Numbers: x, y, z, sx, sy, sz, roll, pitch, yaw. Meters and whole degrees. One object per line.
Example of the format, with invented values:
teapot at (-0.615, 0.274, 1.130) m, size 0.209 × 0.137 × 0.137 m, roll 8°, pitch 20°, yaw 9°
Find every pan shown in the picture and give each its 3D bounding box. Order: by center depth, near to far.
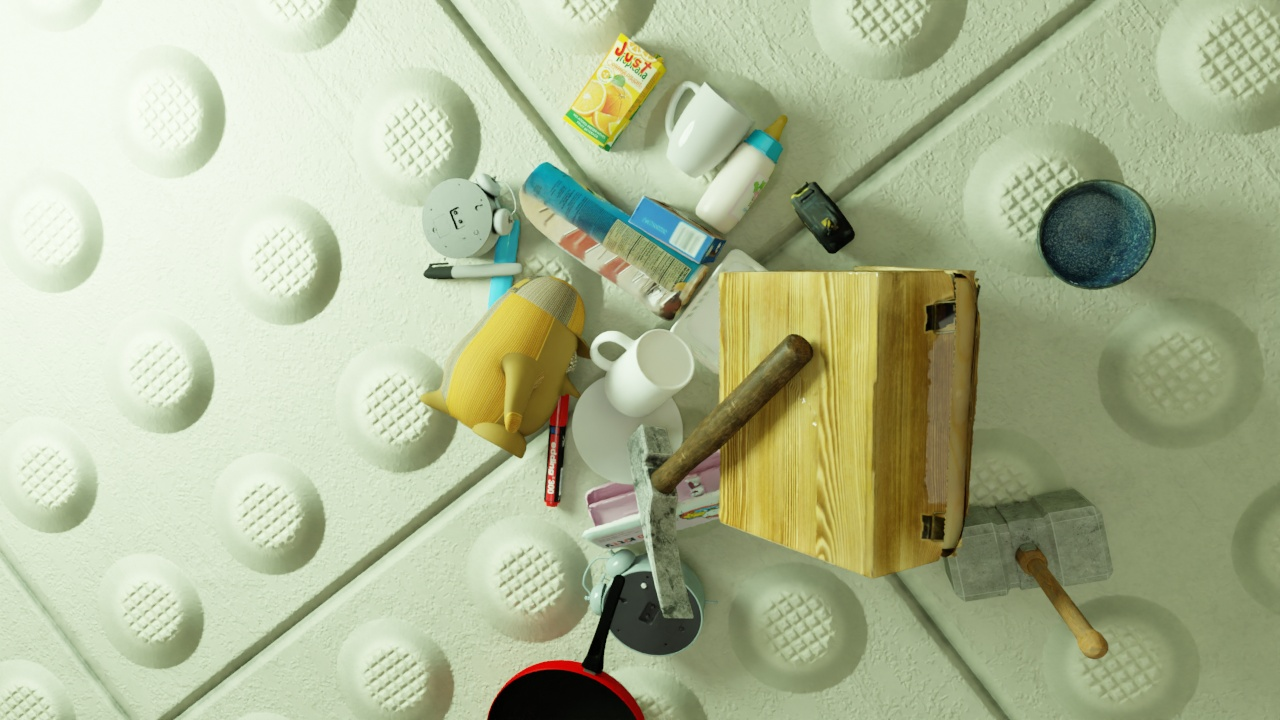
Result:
pan at (-0.069, 0.405, 1.126) m, size 0.209 × 0.067 × 0.357 m, roll 20°, pitch 107°, yaw 8°

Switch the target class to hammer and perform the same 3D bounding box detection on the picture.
hammer at (0.401, 0.218, 0.903) m, size 0.163 × 0.317 × 0.083 m, roll -12°, pitch 95°, yaw 11°
hammer at (0.083, 0.102, 0.916) m, size 0.037 × 0.217 × 0.302 m, roll 9°, pitch 141°, yaw -28°

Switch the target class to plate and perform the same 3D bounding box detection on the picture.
plate at (-0.016, 0.081, 1.088) m, size 0.134 × 0.011 × 0.134 m, roll 4°, pitch 72°, yaw -14°

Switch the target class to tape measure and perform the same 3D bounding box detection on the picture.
tape measure at (0.205, -0.155, 1.017) m, size 0.042 × 0.072 × 0.071 m, roll -40°, pitch 61°, yaw 8°

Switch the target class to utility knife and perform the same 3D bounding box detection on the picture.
utility knife at (-0.170, -0.101, 1.119) m, size 0.031 × 0.015 × 0.173 m, roll 12°, pitch 97°, yaw 12°

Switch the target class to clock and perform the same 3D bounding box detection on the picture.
clock at (-0.202, -0.173, 1.099) m, size 0.123 × 0.035 × 0.094 m, roll -23°, pitch 87°, yaw 19°
clock at (0.006, 0.289, 1.111) m, size 0.159 × 0.045 × 0.123 m, roll 27°, pitch 113°, yaw 2°

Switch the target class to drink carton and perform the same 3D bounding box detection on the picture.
drink carton at (-0.028, -0.309, 1.054) m, size 0.058 × 0.041 × 0.122 m, roll 38°, pitch 102°, yaw 4°

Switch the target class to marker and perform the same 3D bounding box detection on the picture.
marker at (-0.204, -0.111, 1.115) m, size 0.139 × 0.016 × 0.022 m, roll -2°, pitch 97°, yaw 21°
marker at (-0.103, 0.109, 1.132) m, size 0.023 × 0.021 × 0.145 m, roll 15°, pitch 103°, yaw 49°

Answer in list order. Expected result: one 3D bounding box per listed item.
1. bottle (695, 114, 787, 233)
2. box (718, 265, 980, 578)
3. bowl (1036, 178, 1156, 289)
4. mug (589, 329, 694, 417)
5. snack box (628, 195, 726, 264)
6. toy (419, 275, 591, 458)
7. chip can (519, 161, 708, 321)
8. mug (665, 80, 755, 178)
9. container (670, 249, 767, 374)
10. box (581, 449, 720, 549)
bottle at (0.121, -0.213, 1.034) m, size 0.051 × 0.051 × 0.146 m, roll 36°, pitch 102°, yaw 4°
box at (0.234, 0.043, 0.925) m, size 0.215 × 0.258 × 0.279 m, roll -3°, pitch 97°, yaw -31°
bowl at (0.475, -0.133, 0.975) m, size 0.114 × 0.060 × 0.114 m, roll 1°, pitch 97°, yaw 8°
mug at (-0.006, 0.006, 1.048) m, size 0.110 × 0.091 × 0.073 m, roll 32°, pitch 57°, yaw -10°
snack box at (0.044, -0.141, 1.006) m, size 0.087 × 0.151 × 0.034 m, roll 32°, pitch 101°, yaw 5°
toy at (-0.135, -0.001, 1.070) m, size 0.162 × 0.199 × 0.203 m, roll 33°, pitch 82°, yaw -22°
chip can at (-0.036, -0.137, 1.062) m, size 0.229 × 0.079 × 0.080 m, roll 34°, pitch 102°, yaw 5°
mug at (0.063, -0.265, 1.037) m, size 0.090 × 0.071 × 0.107 m, roll -51°, pitch 59°, yaw 21°
container at (0.102, -0.057, 1.058) m, size 0.081 × 0.049 × 0.129 m, roll 38°, pitch 102°, yaw 4°
box at (0.030, 0.172, 1.079) m, size 0.202 × 0.095 × 0.088 m, roll -18°, pitch 96°, yaw 12°
